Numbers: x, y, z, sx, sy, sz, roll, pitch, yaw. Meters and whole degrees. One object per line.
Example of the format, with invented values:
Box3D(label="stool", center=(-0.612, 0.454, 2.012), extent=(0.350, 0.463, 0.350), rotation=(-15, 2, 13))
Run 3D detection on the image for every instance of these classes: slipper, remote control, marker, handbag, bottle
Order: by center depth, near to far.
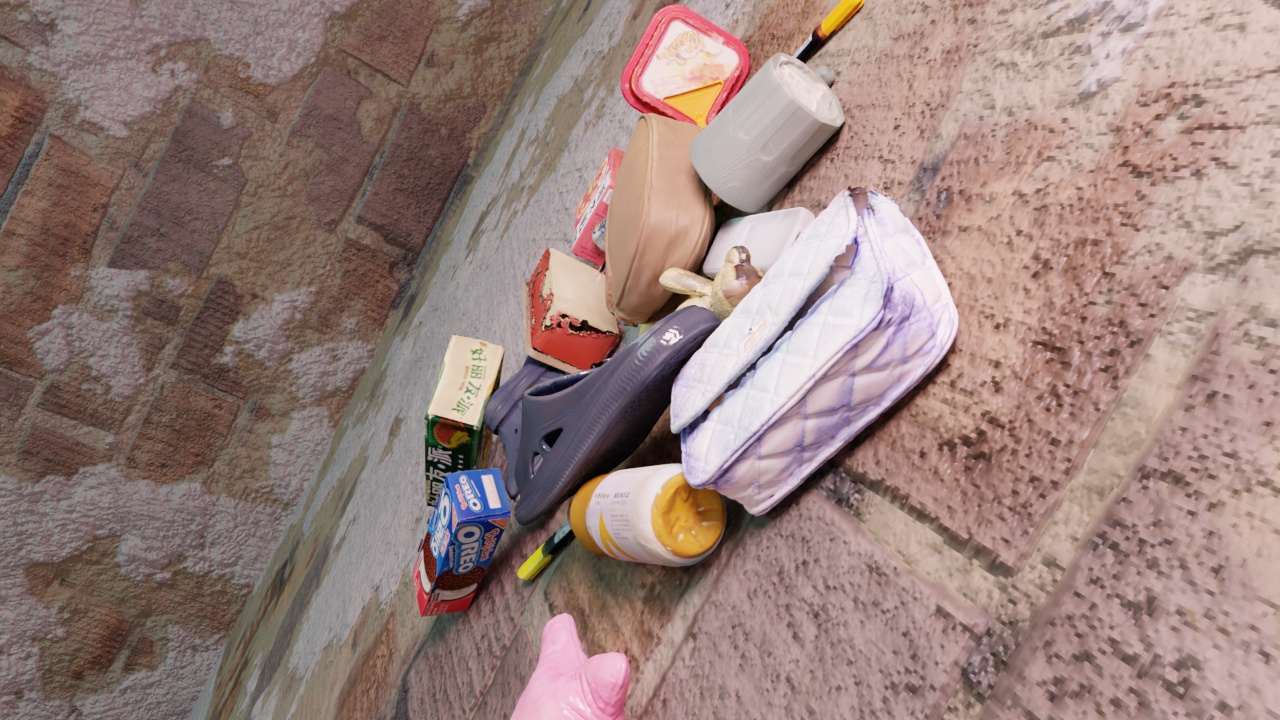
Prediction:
Box3D(label="handbag", center=(0.097, -0.006, 0.571), extent=(0.194, 0.075, 0.134), rotation=(-49, 23, 31))
Box3D(label="bottle", center=(-0.006, 0.114, 0.677), extent=(0.190, 0.068, 0.068), rotation=(-20, 47, 64))
Box3D(label="slipper", center=(-0.035, 0.032, 0.725), extent=(0.110, 0.083, 0.269), rotation=(-25, -20, -46))
Box3D(label="remote control", center=(0.094, -0.094, 0.752), extent=(0.056, 0.020, 0.136), rotation=(-66, 21, -6))
Box3D(label="marker", center=(0.160, -0.292, 0.842), extent=(0.124, 0.015, 0.018), rotation=(-40, 30, 51))
Box3D(label="marker", center=(-0.076, 0.168, 0.854), extent=(0.124, 0.015, 0.018), rotation=(-47, 27, 29))
Box3D(label="handbag", center=(0.021, -0.134, 0.867), extent=(0.204, 0.099, 0.148), rotation=(-87, 16, -45))
Box3D(label="slipper", center=(-0.113, 0.048, 0.971), extent=(0.105, 0.095, 0.252), rotation=(-56, 20, 24))

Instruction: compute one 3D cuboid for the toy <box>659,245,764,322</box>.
Box3D(label="toy", center=(0.050, -0.025, 0.734), extent=(0.158, 0.066, 0.105), rotation=(-43, 61, 50))

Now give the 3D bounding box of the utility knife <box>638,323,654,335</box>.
Box3D(label="utility knife", center=(-0.005, 0.005, 0.875), extent=(0.031, 0.018, 0.151), rotation=(-24, 41, 64))

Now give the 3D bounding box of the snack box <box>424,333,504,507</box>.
Box3D(label="snack box", center=(-0.211, 0.082, 1.087), extent=(0.241, 0.063, 0.114), rotation=(110, 172, -55))

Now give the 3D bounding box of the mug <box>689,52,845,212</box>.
Box3D(label="mug", center=(0.111, -0.196, 0.769), extent=(0.104, 0.083, 0.123), rotation=(-44, 4, 39))

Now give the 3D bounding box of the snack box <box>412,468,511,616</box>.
Box3D(label="snack box", center=(-0.187, 0.190, 0.942), extent=(0.208, 0.057, 0.058), rotation=(-62, 39, 44))

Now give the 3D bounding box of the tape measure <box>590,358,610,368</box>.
Box3D(label="tape measure", center=(-0.020, 0.032, 0.809), extent=(0.066, 0.065, 0.033), rotation=(-62, 19, 7))

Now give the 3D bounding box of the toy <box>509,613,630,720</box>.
Box3D(label="toy", center=(-0.055, 0.276, 0.601), extent=(0.179, 0.074, 0.194), rotation=(9, 77, 65))

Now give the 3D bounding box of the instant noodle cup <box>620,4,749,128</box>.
Box3D(label="instant noodle cup", center=(0.045, -0.312, 1.011), extent=(0.116, 0.116, 0.124), rotation=(-60, 9, 8))

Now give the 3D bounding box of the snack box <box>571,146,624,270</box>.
Box3D(label="snack box", center=(-0.047, -0.179, 1.121), extent=(0.127, 0.044, 0.113), rotation=(-57, 19, 31))

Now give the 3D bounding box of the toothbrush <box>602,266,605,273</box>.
Box3D(label="toothbrush", center=(-0.009, -0.176, 1.093), extent=(0.189, 0.016, 0.014), rotation=(-61, 12, 10))

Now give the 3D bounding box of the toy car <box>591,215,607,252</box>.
Box3D(label="toy car", center=(-0.017, -0.150, 1.035), extent=(0.106, 0.049, 0.031), rotation=(-38, 30, 49))

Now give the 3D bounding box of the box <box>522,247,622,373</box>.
Box3D(label="box", center=(-0.076, -0.062, 1.010), extent=(0.079, 0.091, 0.168), rotation=(-58, 22, 22))
